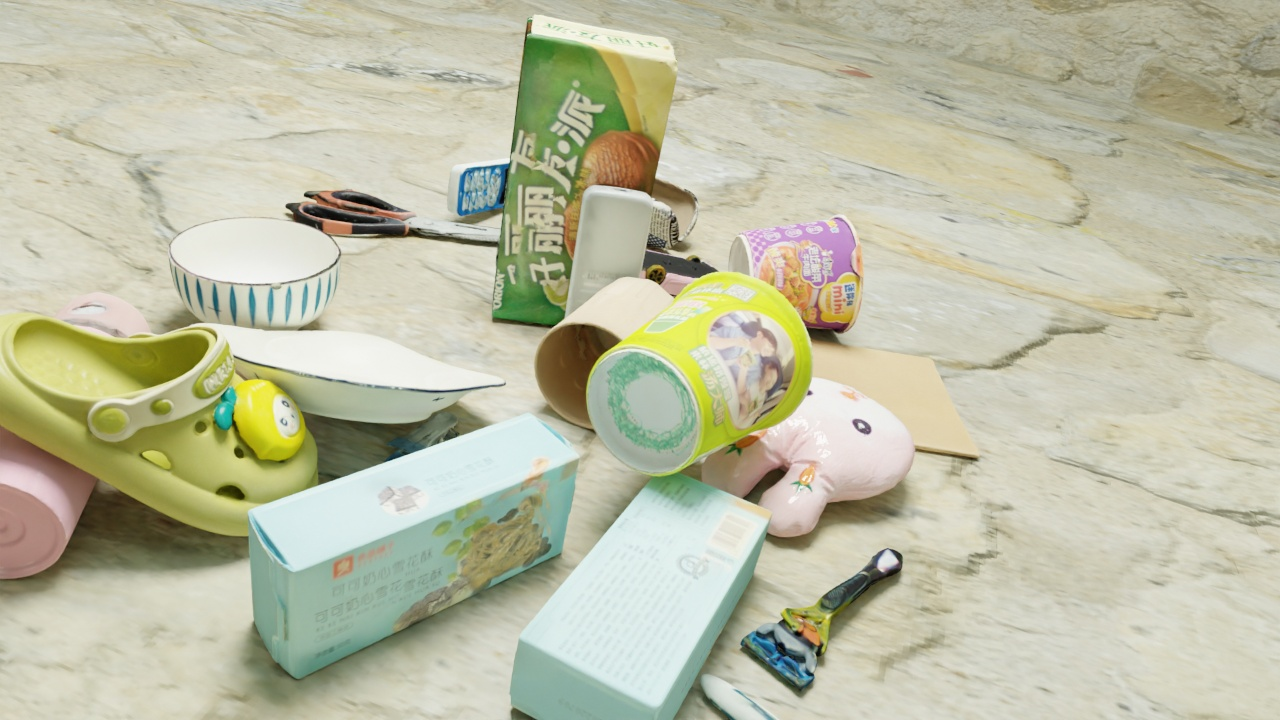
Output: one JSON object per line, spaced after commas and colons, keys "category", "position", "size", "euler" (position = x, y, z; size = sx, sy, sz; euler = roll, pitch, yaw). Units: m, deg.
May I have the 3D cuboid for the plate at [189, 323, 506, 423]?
{"category": "plate", "position": [-0.190, 0.010, 0.598], "size": [0.164, 0.034, 0.163], "euler": [16, 8, 30]}

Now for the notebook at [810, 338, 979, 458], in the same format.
{"category": "notebook", "position": [0.164, 0.022, 0.771], "size": [0.207, 0.008, 0.147], "euler": [9, 30, -5]}

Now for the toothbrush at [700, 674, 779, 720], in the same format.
{"category": "toothbrush", "position": [0.105, 0.206, 0.433], "size": [0.192, 0.018, 0.016], "euler": [31, 36, 29]}

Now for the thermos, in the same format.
{"category": "thermos", "position": [-0.341, 0.030, 0.521], "size": [0.087, 0.067, 0.198], "euler": [0, 33, -14]}

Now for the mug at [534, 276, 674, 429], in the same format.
{"category": "mug", "position": [-0.004, 0.004, 0.683], "size": [0.124, 0.084, 0.103], "euler": [40, 32, 0]}

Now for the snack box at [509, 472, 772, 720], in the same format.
{"category": "snack box", "position": [0.007, 0.129, 0.493], "size": [0.074, 0.052, 0.174], "euler": [21, 31, 18]}

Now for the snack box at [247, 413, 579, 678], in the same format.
{"category": "snack box", "position": [-0.115, 0.092, 0.489], "size": [0.174, 0.074, 0.051], "euler": [-19, 43, -41]}

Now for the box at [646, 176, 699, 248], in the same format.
{"category": "box", "position": [-0.024, -0.168, 0.959], "size": [0.163, 0.076, 0.087], "euler": [28, 14, 21]}

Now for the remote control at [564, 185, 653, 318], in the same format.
{"category": "remote control", "position": [-0.027, -0.072, 0.732], "size": [0.056, 0.136, 0.020], "euler": [6, 29, -9]}

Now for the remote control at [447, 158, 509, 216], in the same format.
{"category": "remote control", "position": [-0.155, -0.180, 0.937], "size": [0.024, 0.049, 0.124], "euler": [20, 23, 21]}

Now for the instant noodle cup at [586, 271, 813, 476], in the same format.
{"category": "instant noodle cup", "position": [0.031, 0.012, 0.569], "size": [0.112, 0.112, 0.123], "euler": [27, 30, 24]}

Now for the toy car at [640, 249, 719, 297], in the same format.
{"category": "toy car", "position": [0.028, -0.080, 0.866], "size": [0.122, 0.037, 0.056], "euler": [7, 31, -34]}

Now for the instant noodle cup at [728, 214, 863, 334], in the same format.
{"category": "instant noodle cup", "position": [0.137, -0.078, 0.837], "size": [0.099, 0.112, 0.111], "euler": [-2, 32, -8]}

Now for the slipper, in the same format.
{"category": "slipper", "position": [-0.248, 0.024, 0.487], "size": [0.190, 0.082, 0.091], "euler": [34, 23, -31]}

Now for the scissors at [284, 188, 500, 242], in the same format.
{"category": "scissors", "position": [-0.222, -0.139, 0.895], "size": [0.208, 0.015, 0.185], "euler": [-16, 40, -39]}

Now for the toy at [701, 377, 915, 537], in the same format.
{"category": "toy", "position": [0.120, 0.064, 0.646], "size": [0.121, 0.054, 0.159], "euler": [30, 43, 29]}

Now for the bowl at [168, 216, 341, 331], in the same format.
{"category": "bowl", "position": [-0.283, -0.054, 0.682], "size": [0.116, 0.066, 0.116], "euler": [8, 30, -5]}

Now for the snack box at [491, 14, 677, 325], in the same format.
{"category": "snack box", "position": [-0.050, -0.141, 0.738], "size": [0.114, 0.241, 0.063], "euler": [7, 32, -10]}

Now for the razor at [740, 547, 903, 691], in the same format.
{"category": "razor", "position": [0.119, 0.142, 0.542], "size": [0.043, 0.022, 0.142], "euler": [35, 37, 31]}

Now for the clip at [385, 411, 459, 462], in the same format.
{"category": "clip", "position": [-0.140, 0.052, 0.602], "size": [0.026, 0.038, 0.058], "euler": [19, 28, 22]}
